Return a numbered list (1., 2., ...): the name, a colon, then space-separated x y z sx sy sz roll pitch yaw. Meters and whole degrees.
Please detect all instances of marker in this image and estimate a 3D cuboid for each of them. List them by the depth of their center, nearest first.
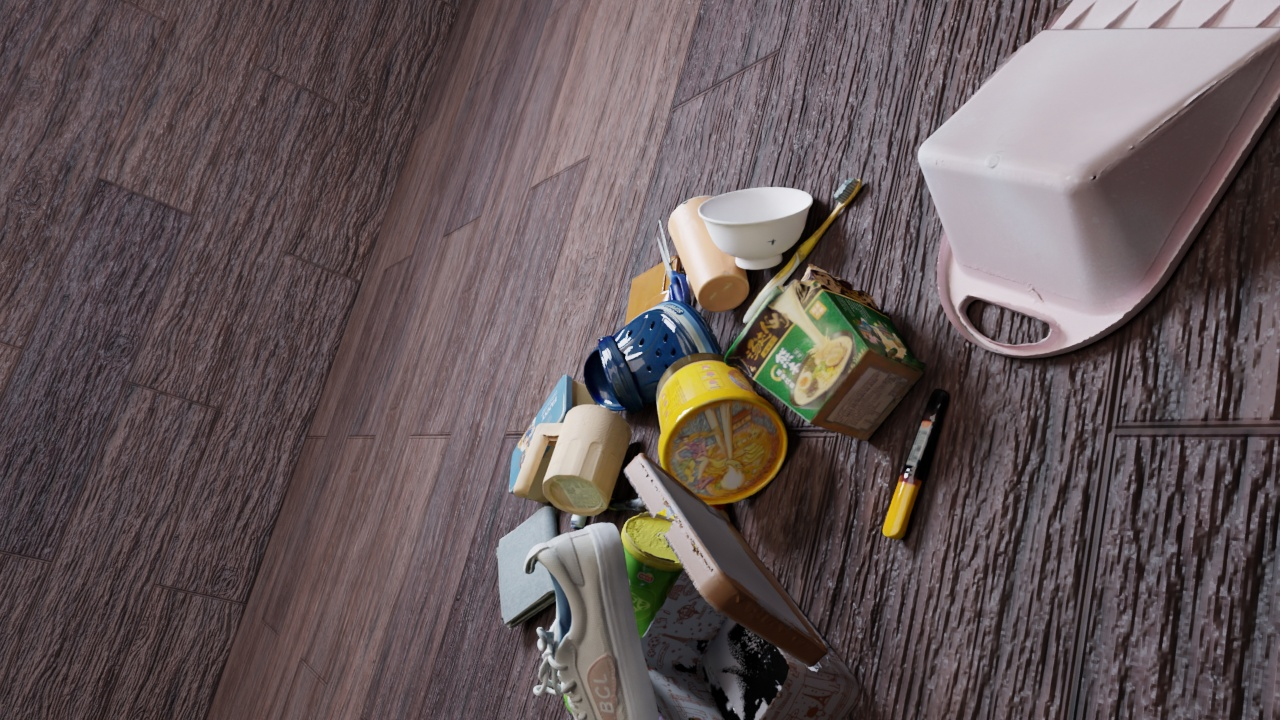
1. marker: 0.215 0.080 0.713 0.018 0.015 0.123 6 73 60
2. marker: -0.061 0.147 1.140 0.023 0.018 0.130 87 -160 -77

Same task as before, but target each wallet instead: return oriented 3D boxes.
1. wallet: 0.014 -0.057 1.147 0.108 0.031 0.131 -25 50 54
2. wallet: -0.142 0.267 1.177 0.107 0.037 0.129 -39 39 25

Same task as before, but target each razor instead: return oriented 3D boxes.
1. razor: -0.027 0.165 1.064 0.143 0.022 0.042 -10 45 59

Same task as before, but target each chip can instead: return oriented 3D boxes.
1. chip can: -0.013 0.254 0.875 0.072 0.072 0.222 -119 43 -56

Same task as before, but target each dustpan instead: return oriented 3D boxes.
1. dustpan: 0.331 -0.139 0.677 0.273 0.139 0.222 -38 28 -4

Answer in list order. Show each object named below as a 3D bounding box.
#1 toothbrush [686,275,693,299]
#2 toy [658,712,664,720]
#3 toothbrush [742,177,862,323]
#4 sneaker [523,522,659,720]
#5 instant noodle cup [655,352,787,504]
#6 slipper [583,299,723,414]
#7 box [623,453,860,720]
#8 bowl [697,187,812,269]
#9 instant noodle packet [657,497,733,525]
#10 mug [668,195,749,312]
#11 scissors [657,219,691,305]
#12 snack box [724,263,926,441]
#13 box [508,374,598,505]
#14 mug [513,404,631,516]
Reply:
1. toothbrush: 0.059 -0.070 1.093 0.016 0.016 0.179 -17 56 46
2. toy: 0.014 0.356 0.835 0.108 0.039 0.083 -8 64 61
3. toothbrush: 0.161 -0.110 0.940 0.192 0.018 0.016 -52 30 26
4. sneaker: -0.044 0.264 0.775 0.089 0.090 0.242 179 81 -74
5. instant noodle cup: 0.069 0.058 0.884 0.119 0.118 0.114 -57 23 19
6. slipper: -0.006 0.006 1.038 0.253 0.095 0.105 -20 96 58
7. box: 0.046 0.223 0.726 0.156 0.226 0.180 -47 32 5
8. bowl: 0.122 -0.134 0.961 0.118 0.118 0.065 -133 32 -60
9. instant noodle packet: 0.039 0.174 0.921 0.129 0.044 0.110 -55 32 28
10. mug: 0.081 -0.116 1.032 0.078 0.078 0.122 -46 40 34
11. scissors: 0.036 -0.091 1.081 0.171 0.012 0.141 -121 28 -71
12. snack box: 0.161 0.003 0.772 0.118 0.118 0.105 -55 40 21
13. box: -0.110 0.102 1.200 0.185 0.059 0.089 -57 23 31
14. mug: -0.081 0.117 1.077 0.125 0.084 0.103 -2 44 20
